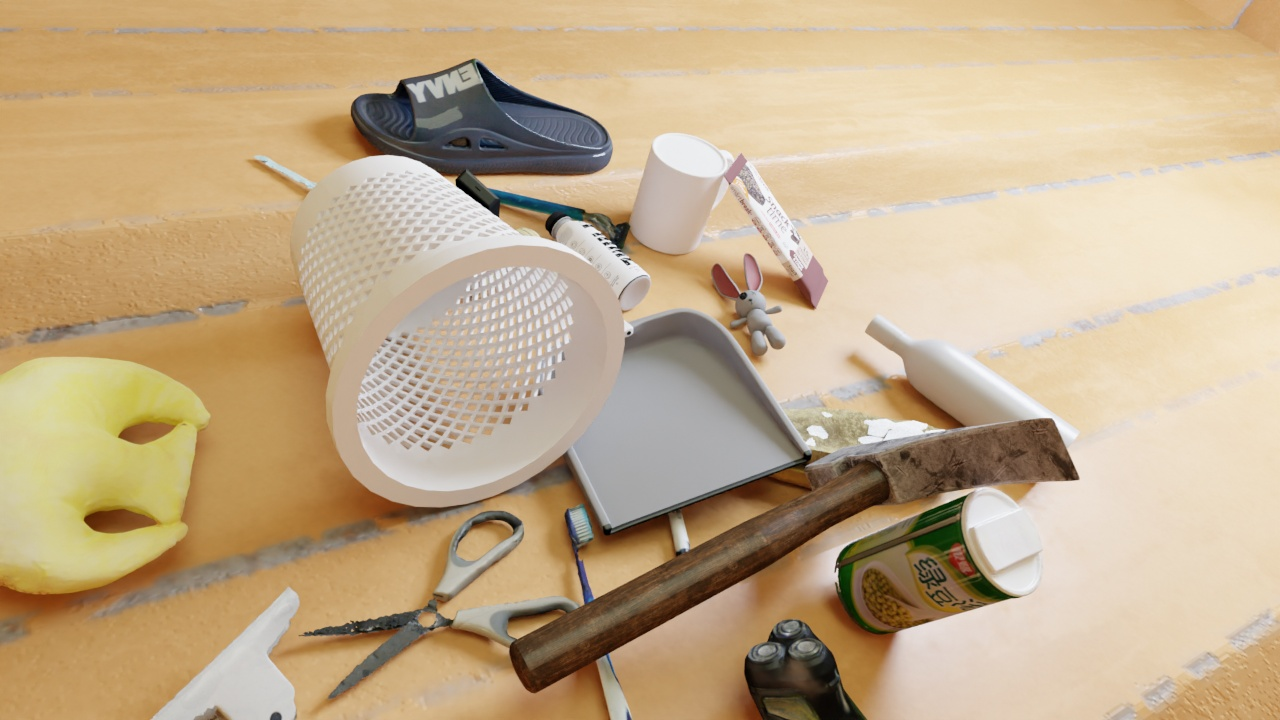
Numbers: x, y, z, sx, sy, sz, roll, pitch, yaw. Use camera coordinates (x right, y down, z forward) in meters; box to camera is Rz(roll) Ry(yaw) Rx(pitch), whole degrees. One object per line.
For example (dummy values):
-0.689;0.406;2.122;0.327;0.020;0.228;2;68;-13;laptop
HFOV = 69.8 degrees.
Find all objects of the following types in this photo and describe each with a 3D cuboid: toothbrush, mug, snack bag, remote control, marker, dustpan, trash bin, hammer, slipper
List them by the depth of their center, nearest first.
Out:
0.072;0.113;0.530;0.300;0.218;0.037;-23;88;-22;hammer
-0.023;0.166;0.567;0.017;0.016;0.188;-22;48;4;toothbrush
-0.146;-0.039;0.633;0.195;0.196;0.199;-13;41;-31;trash bin
0.023;0.103;0.659;0.011;0.011;0.152;4;43;-16;marker
-0.004;0.004;0.713;0.163;0.033;0.257;-17;46;-18;dustpan
-0.132;-0.122;0.754;0.034;0.150;0.013;42;81;-4;remote control
0.133;-0.125;0.882;0.158;0.013;0.056;53;38;-15;snack bag
0.048;-0.166;0.897;0.110;0.091;0.074;-24;57;-38;mug
-0.148;-0.245;0.918;0.267;0.084;0.110;0;47;-22;slipper

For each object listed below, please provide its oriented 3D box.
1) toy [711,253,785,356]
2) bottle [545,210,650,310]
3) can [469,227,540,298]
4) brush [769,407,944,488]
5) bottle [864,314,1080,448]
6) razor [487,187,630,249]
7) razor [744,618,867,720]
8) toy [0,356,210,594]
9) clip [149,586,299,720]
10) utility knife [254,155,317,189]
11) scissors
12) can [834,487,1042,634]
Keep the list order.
0.101;-0.050;0.837;0.049;0.030;0.111;-19;51;1;toy
-0.043;-0.094;0.823;0.041;0.041;0.116;-25;57;-38;bottle
-0.120;-0.084;0.786;0.038;0.038;0.079;37;44;19;can
0.166;0.071;0.721;0.195;0.043;0.059;8;43;-10;brush
0.284;0.023;0.810;0.195;0.053;0.052;39;45;22;bottle
-0.081;-0.142;0.876;0.144;0.022;0.042;17;40;-2;razor
0.122;0.220;0.531;0.053;0.067;0.151;-29;68;-36;razor
-0.339;0.058;0.533;0.154;0.065;0.170;9;42;-20;toy
-0.212;0.172;0.483;0.052;0.058;0.101;10;37;27;clip
-0.274;-0.143;0.813;0.179;0.015;0.022;27;43;12;utility knife
-0.110;0.149;0.557;0.166;0.013;0.157;19;39;0;scissors
0.190;0.133;0.594;0.067;0.121;0.067;17;56;-26;can
